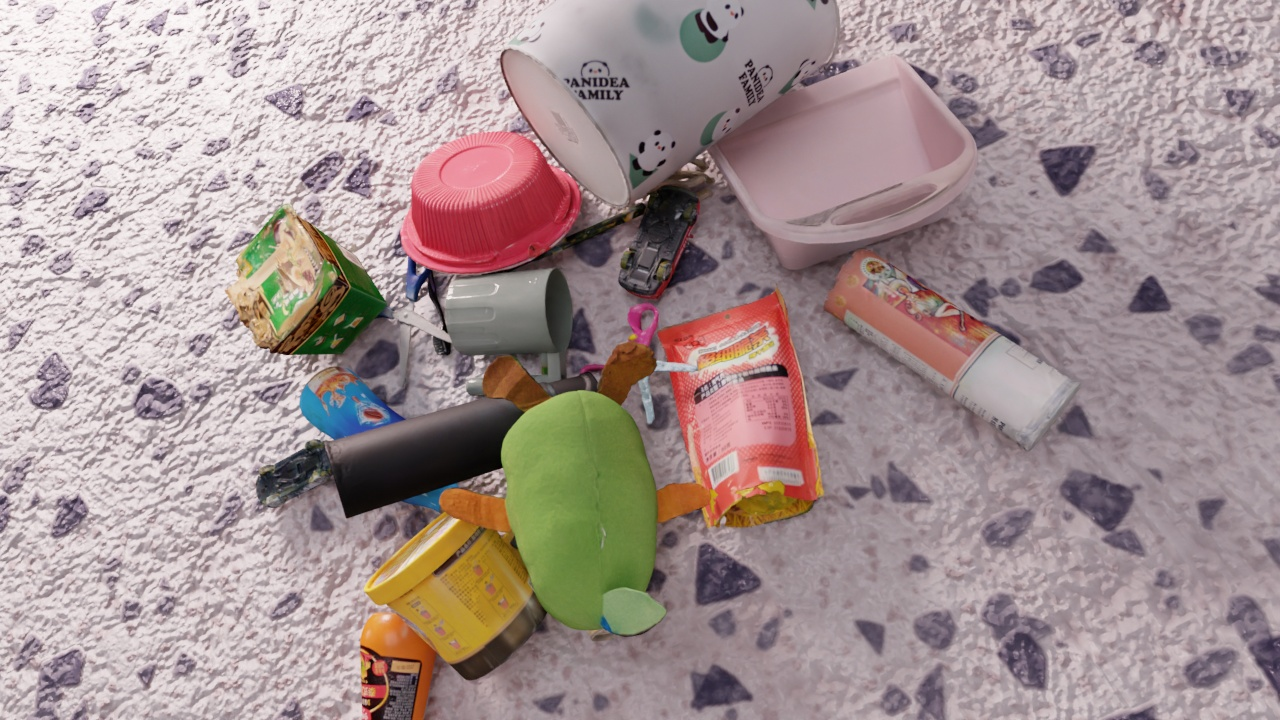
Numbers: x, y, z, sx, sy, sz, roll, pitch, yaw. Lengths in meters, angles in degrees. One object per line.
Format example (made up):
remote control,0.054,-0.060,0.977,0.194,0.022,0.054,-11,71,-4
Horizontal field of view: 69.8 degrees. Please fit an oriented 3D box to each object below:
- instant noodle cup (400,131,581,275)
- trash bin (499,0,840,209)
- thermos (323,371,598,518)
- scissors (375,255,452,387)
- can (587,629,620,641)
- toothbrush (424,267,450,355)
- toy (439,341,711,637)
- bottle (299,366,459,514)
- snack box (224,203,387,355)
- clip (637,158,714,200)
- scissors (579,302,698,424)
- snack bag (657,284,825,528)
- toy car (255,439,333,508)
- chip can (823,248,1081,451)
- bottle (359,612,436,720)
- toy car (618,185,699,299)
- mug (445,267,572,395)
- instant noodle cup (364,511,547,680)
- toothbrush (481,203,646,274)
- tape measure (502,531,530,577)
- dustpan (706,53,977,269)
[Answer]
instant noodle cup,-0.160,-0.172,0.933,0.194,0.066,0.193,-7,45,7
trash bin,0.021,-0.293,0.875,0.251,0.230,0.229,-42,65,-10
thermos,-0.146,0.079,0.811,0.242,0.069,0.090,-16,64,-18
scissors,-0.251,-0.056,0.959,0.162,0.012,0.175,3,74,22
can,-0.034,0.177,0.793,0.058,0.058,0.116,-23,64,3
toothbrush,-0.225,-0.085,0.974,0.017,0.014,0.188,-25,64,16
toy,-0.049,0.104,0.748,0.226,0.090,0.246,-2,66,-13
bottle,-0.236,0.087,0.876,0.219,0.065,0.065,36,79,23
snack box,-0.329,-0.071,0.927,0.118,0.105,0.118,-44,65,13
clip,0.026,-0.188,0.949,0.100,0.034,0.070,3,69,23
scissors,-0.007,0.006,0.866,0.134,0.017,0.133,-23,54,19
snack bag,0.090,0.040,0.823,0.129,0.073,0.207,-21,59,19
toy car,-0.337,0.113,0.906,0.090,0.034,0.043,-28,67,3
chip can,0.264,-0.013,0.797,0.215,0.071,0.071,38,80,25
bottle,-0.212,0.294,0.789,0.067,0.067,0.149,-2,74,12
toy car,0.019,-0.116,0.911,0.053,0.045,0.120,21,79,18
mug,-0.126,-0.026,0.897,0.103,0.083,0.124,-2,92,13
instant noodle cup,-0.148,0.193,0.769,0.118,0.118,0.114,-40,98,-5
toothbrush,-0.080,-0.123,0.952,0.186,0.017,0.012,-23,68,3
tape measure,-0.099,0.166,0.830,0.057,0.029,0.060,23,75,20
dustpan,0.188,-0.203,0.857,0.222,0.139,0.273,-22,65,4
